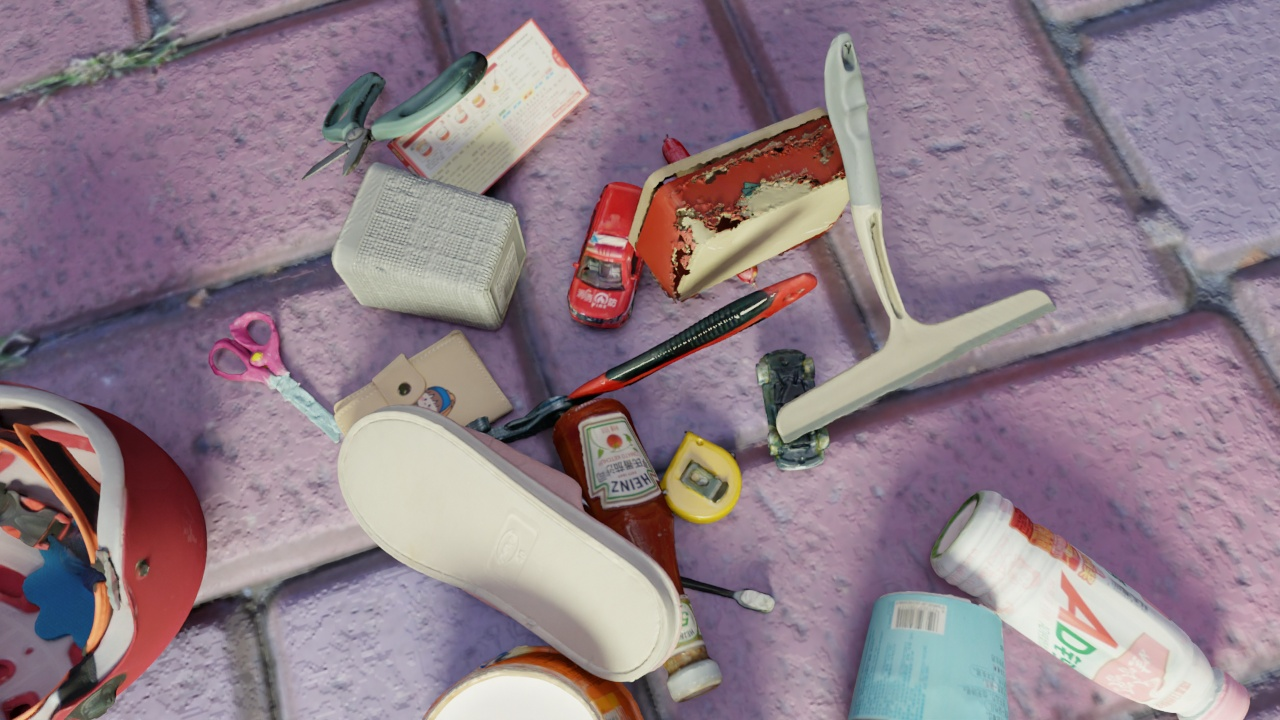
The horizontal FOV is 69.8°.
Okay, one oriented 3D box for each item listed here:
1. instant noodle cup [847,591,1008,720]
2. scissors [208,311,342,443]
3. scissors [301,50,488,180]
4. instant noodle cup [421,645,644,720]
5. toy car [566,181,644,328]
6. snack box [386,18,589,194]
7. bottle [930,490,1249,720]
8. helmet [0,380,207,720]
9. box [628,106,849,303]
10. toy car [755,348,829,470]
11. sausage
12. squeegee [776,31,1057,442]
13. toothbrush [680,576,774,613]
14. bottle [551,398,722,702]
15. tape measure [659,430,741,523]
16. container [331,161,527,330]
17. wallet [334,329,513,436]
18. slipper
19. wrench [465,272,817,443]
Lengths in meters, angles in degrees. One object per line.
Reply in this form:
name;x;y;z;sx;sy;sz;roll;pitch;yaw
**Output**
instant noodle cup;0.178;0.211;0.565;0.111;0.111;0.120;11;62;7
scissors;-0.277;0.020;0.704;0.135;0.017;0.063;43;78;13
scissors;-0.195;-0.205;0.728;0.170;0.019;0.173;-26;38;10
instant noodle cup;-0.070;0.248;0.555;0.151;0.111;0.151;-1;70;3
toy car;-0.022;-0.083;0.710;0.053;0.045;0.120;11;73;9
snack box;-0.121;-0.196;0.744;0.155;0.027;0.077;-46;112;-12
bottle;0.288;0.165;0.592;0.197;0.068;0.068;35;75;10
helmet;-0.388;0.142;0.600;0.207;0.144;0.240;32;89;14
box;0.085;-0.109;0.669;0.168;0.091;0.079;-27;70;-25
toy car;0.109;0.036;0.664;0.043;0.034;0.090;-9;70;3
sausage;0.056;-0.121;0.732;0.020;0.020;0.155;-26;71;-6
squeegee;0.163;-0.103;0.643;0.246;0.039;0.247;-24;108;-15
toothbrush;0.004;0.148;0.639;0.181;0.018;0.015;12;74;9
bottle;-0.001;0.122;0.613;0.059;0.060;0.206;-22;63;-5
tape measure;0.043;0.086;0.652;0.057;0.029;0.060;26;74;11
container;-0.153;-0.082;0.694;0.114;0.090;0.090;14;72;6
wallet;-0.166;0.034;0.687;0.115;0.024;0.087;-35;70;-8
slipper;-0.089;0.113;0.607;0.274;0.054;0.114;25;105;23
wrench;-0.004;0.004;0.636;0.274;0.056;0.016;-25;71;15
